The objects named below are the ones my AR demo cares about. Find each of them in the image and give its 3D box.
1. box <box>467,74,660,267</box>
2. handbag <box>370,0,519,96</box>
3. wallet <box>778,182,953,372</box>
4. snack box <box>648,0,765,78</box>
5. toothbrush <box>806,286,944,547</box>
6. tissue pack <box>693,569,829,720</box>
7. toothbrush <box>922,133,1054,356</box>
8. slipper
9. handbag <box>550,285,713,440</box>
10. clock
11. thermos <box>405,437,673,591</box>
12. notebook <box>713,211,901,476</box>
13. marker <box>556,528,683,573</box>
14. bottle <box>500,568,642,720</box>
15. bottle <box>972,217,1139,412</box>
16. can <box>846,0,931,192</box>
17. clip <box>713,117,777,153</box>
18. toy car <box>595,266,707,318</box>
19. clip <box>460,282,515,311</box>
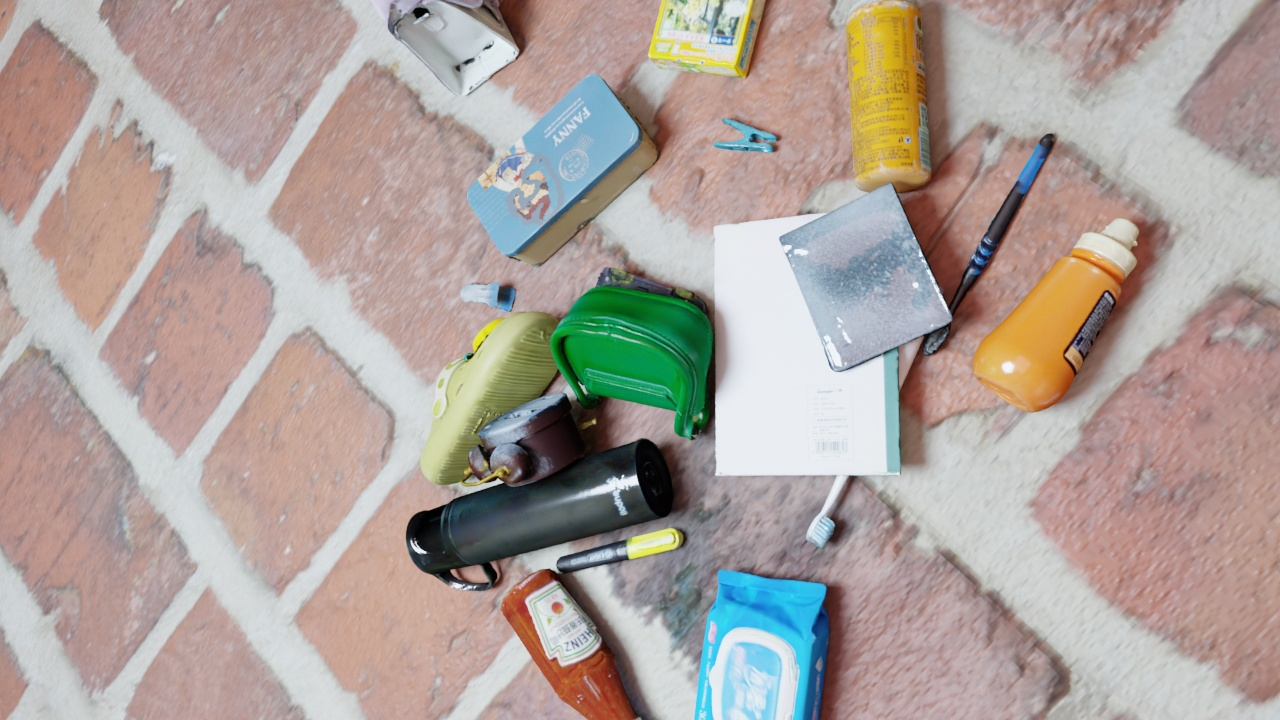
[{"bbox_3d":[-0.066,-0.173,0.833,0.184,0.059,0.089,-42,70,17],"label":"box"},{"bbox_3d":[-0.210,-0.376,0.875,0.099,0.144,0.197,-32,73,21],"label":"handbag"},{"bbox_3d":[0.169,-0.062,0.697,0.097,0.019,0.120,-26,73,23],"label":"wallet"},{"bbox_3d":[0.066,-0.323,0.803,0.087,0.033,0.140,14,89,25],"label":"snack box"},{"bbox_3d":[0.178,0.042,0.712,0.026,0.026,0.221,28,96,46],"label":"toothbrush"},{"bbox_3d":[0.093,0.245,0.714,0.095,0.052,0.157,7,87,25],"label":"tissue pack"},{"bbox_3d":[0.263,-0.087,0.694,0.014,0.016,0.189,30,96,17],"label":"toothbrush"},{"bbox_3d":[-0.149,0.025,0.833,0.081,0.091,0.191,40,104,25],"label":"slipper"},{"bbox_3d":[-0.005,0.004,0.761,0.131,0.067,0.120,11,131,23],"label":"handbag"},{"bbox_3d":[-0.100,0.073,0.777,0.082,0.121,0.055,-10,107,54],"label":"clock"},{"bbox_3d":[-0.088,0.143,0.810,0.243,0.068,0.090,-20,105,23],"label":"thermos"},{"bbox_3d":[0.128,-0.014,0.725,0.151,0.012,0.209,-4,80,28],"label":"notebook"},{"bbox_3d":[-0.021,0.166,0.796,0.124,0.015,0.018,-18,72,23],"label":"marker"},{"bbox_3d":[-0.041,0.271,0.770,0.060,0.059,0.206,-44,70,14],"label":"bottle"},{"bbox_3d":[0.301,-0.036,0.649,0.067,0.066,0.149,37,92,24],"label":"bottle"},{"bbox_3d":[0.193,-0.207,0.716,0.058,0.058,0.146,-4,82,24],"label":"can"},{"bbox_3d":[0.090,-0.190,0.787,0.056,0.013,0.039,21,94,27],"label":"clip"},{"bbox_3d":[0.008,-0.046,0.798,0.106,0.031,0.049,19,95,18],"label":"toy car"},{"bbox_3d":[-0.150,-0.064,0.881,0.058,0.045,0.027,12,92,34],"label":"clip"}]
